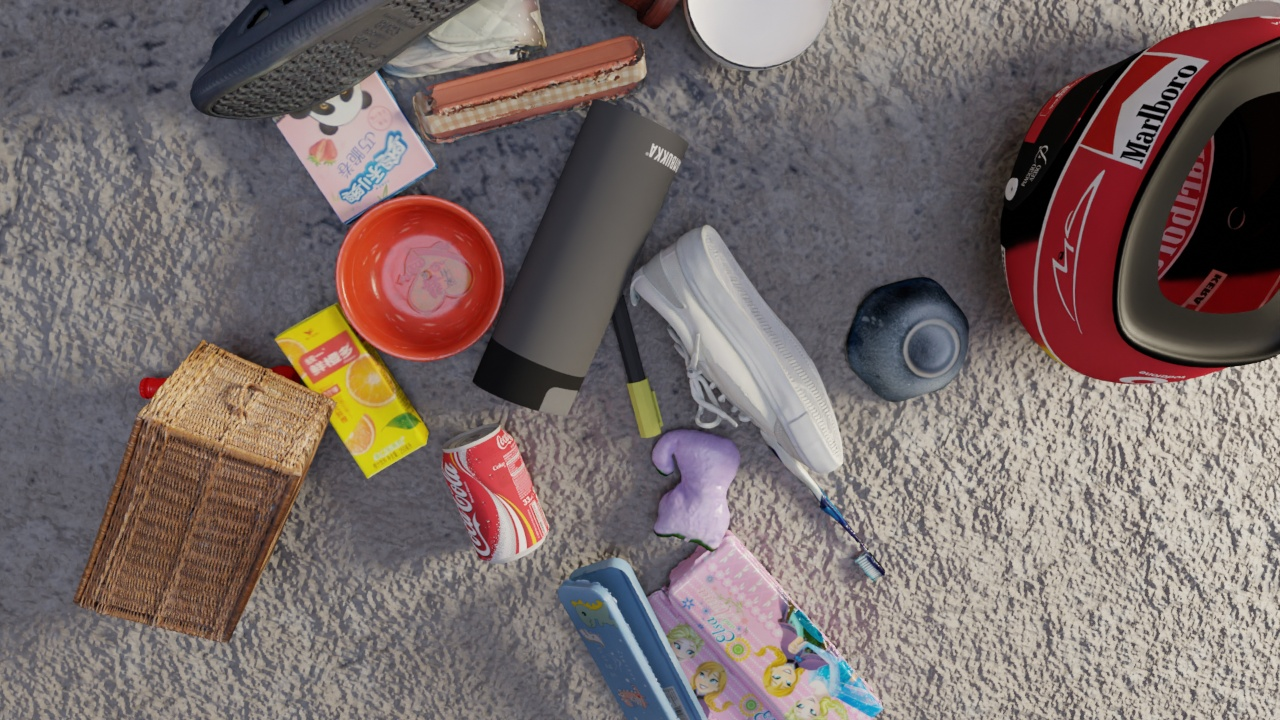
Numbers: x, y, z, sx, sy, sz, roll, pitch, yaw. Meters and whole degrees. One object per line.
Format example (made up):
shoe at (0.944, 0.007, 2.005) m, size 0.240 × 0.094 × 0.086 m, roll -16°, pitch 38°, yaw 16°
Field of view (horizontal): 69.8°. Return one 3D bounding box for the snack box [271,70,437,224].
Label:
snack box at (-0.235, -0.194, 0.712) m, size 0.088 × 0.033 × 0.154 m, roll -31°, pitch 102°, yaw 0°

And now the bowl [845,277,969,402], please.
bowl at (0.237, -0.014, 0.784) m, size 0.110 × 0.055 × 0.110 m, roll -1°, pitch 101°, yaw -7°

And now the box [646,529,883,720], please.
box at (0.092, 0.283, 0.833) m, size 0.159 × 0.035 × 0.230 m, roll -41°, pitch 101°, yaw 2°

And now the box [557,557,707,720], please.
box at (-0.006, 0.274, 0.796) m, size 0.068 × 0.058 × 0.210 m, roll -20°, pitch 105°, yaw 16°

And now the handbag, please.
handbag at (-0.153, -0.316, 0.678) m, size 0.139 × 0.072 × 0.195 m, roll -12°, pitch 102°, yaw -3°

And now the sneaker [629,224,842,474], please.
sneaker at (0.079, 0.005, 0.761) m, size 0.091 × 0.089 × 0.242 m, roll -27°, pitch 113°, yaw 26°

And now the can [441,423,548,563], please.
can at (-0.122, 0.110, 0.764) m, size 0.064 × 0.064 × 0.105 m, roll -20°, pitch 102°, yaw -2°

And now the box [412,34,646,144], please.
box at (-0.087, -0.213, 0.728) m, size 0.188 × 0.064 × 0.056 m, roll -13°, pitch 65°, yaw -1°

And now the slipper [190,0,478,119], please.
slipper at (-0.200, -0.245, 0.609) m, size 0.268 × 0.110 × 0.083 m, roll -23°, pitch 96°, yaw 16°

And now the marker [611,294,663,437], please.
marker at (-0.005, 0.005, 0.781) m, size 0.021 × 0.018 × 0.124 m, roll -22°, pitch 102°, yaw -36°

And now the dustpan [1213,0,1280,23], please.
dustpan at (0.507, -0.150, 0.711) m, size 0.053 × 0.191 × 0.257 m, roll -9°, pitch 84°, yaw -5°

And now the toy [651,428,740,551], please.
toy at (0.044, 0.109, 0.794) m, size 0.080 × 0.036 × 0.099 m, roll 15°, pitch 91°, yaw 4°

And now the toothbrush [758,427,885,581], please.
toothbrush at (0.161, 0.128, 0.822) m, size 0.017 × 0.016 × 0.189 m, roll -37°, pitch 102°, yaw 12°

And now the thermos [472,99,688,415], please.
thermos at (-0.049, -0.076, 0.728) m, size 0.082 × 0.082 × 0.240 m, roll 23°, pitch 97°, yaw -10°

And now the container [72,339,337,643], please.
container at (-0.325, 0.102, 0.694) m, size 0.112 × 0.113 × 0.199 m, roll 24°, pitch 114°, yaw -14°

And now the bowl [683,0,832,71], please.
bowl at (0.086, -0.281, 0.714) m, size 0.113 × 0.063 × 0.113 m, roll -1°, pitch 100°, yaw -6°

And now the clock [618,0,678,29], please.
clock at (0.008, -0.311, 0.654) m, size 0.072 × 0.157 × 0.120 m, roll 23°, pitch 97°, yaw -15°

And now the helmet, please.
helmet at (0.385, -0.117, 0.691) m, size 0.197 × 0.224 × 0.271 m, roll 6°, pitch 112°, yaw -5°

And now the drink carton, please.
drink carton at (-0.233, 0.022, 0.748) m, size 0.058 × 0.043 × 0.134 m, roll -31°, pitch 103°, yaw -2°

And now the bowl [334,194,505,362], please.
bowl at (-0.174, -0.067, 0.735) m, size 0.130 × 0.045 × 0.130 m, roll -1°, pitch 100°, yaw -6°

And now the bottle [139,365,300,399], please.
bottle at (-0.339, 0.022, 0.739) m, size 0.119 × 0.036 × 0.036 m, roll 0°, pitch 100°, yaw -5°
